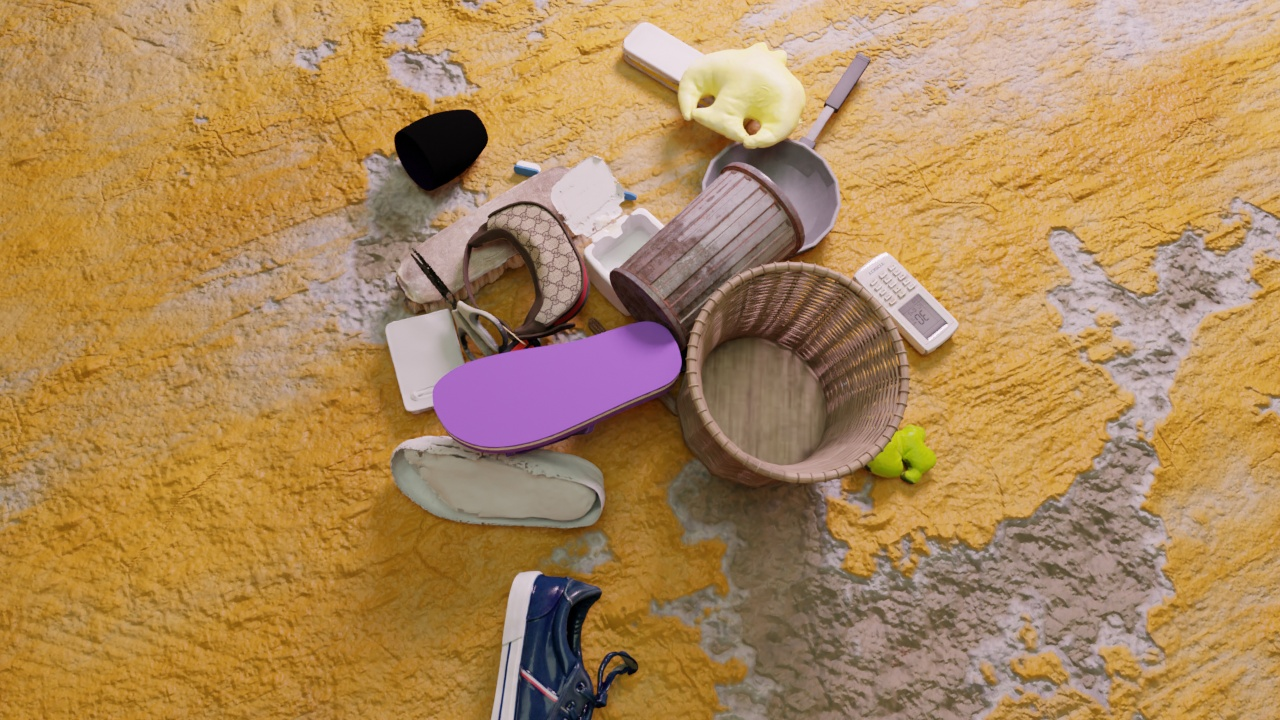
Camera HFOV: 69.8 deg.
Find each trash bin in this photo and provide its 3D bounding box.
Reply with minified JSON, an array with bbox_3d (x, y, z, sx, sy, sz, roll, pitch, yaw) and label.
[{"bbox_3d":[0.082,-0.123,1.060,0.211,0.131,0.131,-42,76,-12],"label":"trash bin"}]

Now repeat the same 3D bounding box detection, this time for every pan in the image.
[{"bbox_3d":[0.213,-0.275,1.212,0.178,0.041,0.356,31,72,10],"label":"pan"}]

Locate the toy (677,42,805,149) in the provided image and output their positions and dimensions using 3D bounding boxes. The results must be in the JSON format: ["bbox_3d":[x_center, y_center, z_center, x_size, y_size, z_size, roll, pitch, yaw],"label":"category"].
[{"bbox_3d":[0.137,-0.348,1.190,0.170,0.065,0.154,28,72,15],"label":"toy"}]

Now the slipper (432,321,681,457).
[{"bbox_3d":[-0.087,0.040,1.010,0.266,0.084,0.107,-17,68,-11],"label":"slipper"}]

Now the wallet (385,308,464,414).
[{"bbox_3d":[-0.254,0.002,1.100,0.086,0.032,0.116,-12,79,-10],"label":"wallet"}]

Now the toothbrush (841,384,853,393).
[{"bbox_3d":[0.199,-0.008,1.125,0.155,0.016,0.022,40,106,13],"label":"toothbrush"}]

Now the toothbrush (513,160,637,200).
[{"bbox_3d":[-0.085,-0.235,1.203,0.166,0.016,0.014,13,66,3],"label":"toothbrush"}]

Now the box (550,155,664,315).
[{"bbox_3d":[-0.032,-0.154,1.143,0.110,0.083,0.190,-40,92,-16],"label":"box"}]

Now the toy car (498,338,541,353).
[{"bbox_3d":[-0.121,0.012,1.091,0.100,0.049,0.051,40,73,13],"label":"toy car"}]

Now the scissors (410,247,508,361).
[{"bbox_3d":[-0.221,-0.057,1.083,0.170,0.132,0.012,27,38,22],"label":"scissors"}]

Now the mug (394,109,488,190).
[{"bbox_3d":[-0.262,-0.284,1.191,0.100,0.085,0.119,-38,44,-27],"label":"mug"}]

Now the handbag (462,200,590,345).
[{"bbox_3d":[-0.136,-0.100,1.082,0.138,0.063,0.166,-28,79,2],"label":"handbag"}]

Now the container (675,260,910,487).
[{"bbox_3d":[0.147,0.032,0.999,0.227,0.196,0.226,2,75,-6],"label":"container"}]

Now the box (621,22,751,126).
[{"bbox_3d":[0.069,-0.392,1.260,0.209,0.033,0.064,34,71,10],"label":"box"}]

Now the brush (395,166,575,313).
[{"bbox_3d":[-0.180,-0.149,1.146,0.271,0.057,0.083,-35,76,-13],"label":"brush"}]

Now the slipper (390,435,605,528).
[{"bbox_3d":[-0.160,0.130,1.034,0.247,0.074,0.112,7,100,3],"label":"slipper"}]

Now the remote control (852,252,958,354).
[{"bbox_3d":[0.330,-0.071,1.147,0.060,0.025,0.138,-37,74,-14],"label":"remote control"}]

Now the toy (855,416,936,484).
[{"bbox_3d":[0.295,0.104,1.075,0.093,0.036,0.094,-21,78,-14],"label":"toy"}]

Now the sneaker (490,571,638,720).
[{"bbox_3d":[-0.079,0.365,0.932,0.127,0.121,0.294,0,66,12],"label":"sneaker"}]

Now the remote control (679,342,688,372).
[{"bbox_3d":[0.092,-0.005,1.120,0.152,0.020,0.041,-3,69,-4],"label":"remote control"}]

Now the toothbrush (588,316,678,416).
[{"bbox_3d":[-0.007,0.007,1.114,0.016,0.016,0.167,-40,76,-16],"label":"toothbrush"}]
